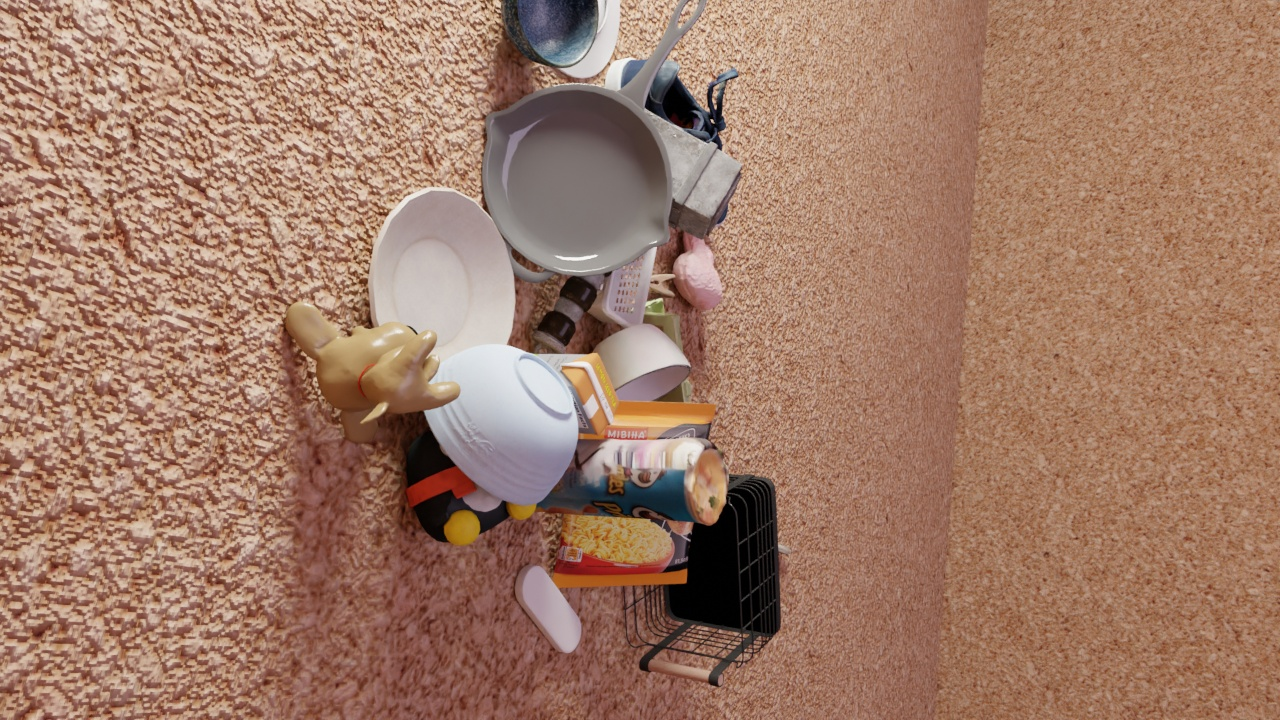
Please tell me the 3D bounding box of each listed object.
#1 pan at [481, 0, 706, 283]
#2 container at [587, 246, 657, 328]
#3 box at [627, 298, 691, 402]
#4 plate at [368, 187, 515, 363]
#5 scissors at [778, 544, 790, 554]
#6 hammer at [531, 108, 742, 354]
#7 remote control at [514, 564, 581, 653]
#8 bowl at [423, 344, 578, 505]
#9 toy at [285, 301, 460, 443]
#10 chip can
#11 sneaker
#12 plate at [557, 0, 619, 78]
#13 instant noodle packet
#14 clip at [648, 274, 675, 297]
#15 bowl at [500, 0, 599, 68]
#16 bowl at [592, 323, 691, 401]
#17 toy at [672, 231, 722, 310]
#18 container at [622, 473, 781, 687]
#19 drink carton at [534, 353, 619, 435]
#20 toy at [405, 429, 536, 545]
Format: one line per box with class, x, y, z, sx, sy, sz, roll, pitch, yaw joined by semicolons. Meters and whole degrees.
pan;-0.031;-0.234;0.939;0.216;0.024;0.354;33;84;-11
container;-0.029;-0.102;1.068;0.080;0.050;0.129;34;62;-54
box;0.025;0.023;1.154;0.130;0.064;0.188;-128;-152;-70
plate;-0.183;-0.060;0.835;0.188;0.027;0.188;-2;92;-59
scissors;0.206;0.323;1.503;0.178;0.015;0.199;-24;110;-55
hammer;-0.040;-0.116;0.987;0.326;0.177;0.079;-60;178;-10
remote control;-0.099;0.271;0.996;0.043;0.013;0.136;-62;140;-37
bowl;-0.106;0.042;0.788;0.150;0.075;0.150;43;21;-21
toy;-0.203;0.010;0.717;0.105;0.108;0.134;-41;126;-35
chip can;-0.032;0.114;0.895;0.079;0.230;0.080;7;82;-59
sneaker;0.075;-0.274;1.169;0.294;0.127;0.120;49;51;-50
plate;-0.074;-0.422;1.018;0.208;0.015;0.208;-2;92;-59
instant noodle packet;-0.008;0.149;1.008;0.159;0.032;0.221;3;106;-20
clip;0.022;-0.092;1.182;0.060;0.024;0.041;-15;102;-48
bowl;-0.101;-0.353;0.925;0.114;0.061;0.114;-16;112;-46
bowl;-0.006;0.006;1.057;0.116;0.117;0.065;7;54;-59
toy;0.078;-0.124;1.249;0.108;0.053;0.105;43;44;-51
container;0.071;0.253;1.132;0.130;0.163;0.241;-14;103;-58
drink carton;-0.091;0.032;0.895;0.048;0.125;0.076;-57;136;-41
toy;-0.163;0.101;0.812;0.097;0.100;0.119;-19;84;-38
